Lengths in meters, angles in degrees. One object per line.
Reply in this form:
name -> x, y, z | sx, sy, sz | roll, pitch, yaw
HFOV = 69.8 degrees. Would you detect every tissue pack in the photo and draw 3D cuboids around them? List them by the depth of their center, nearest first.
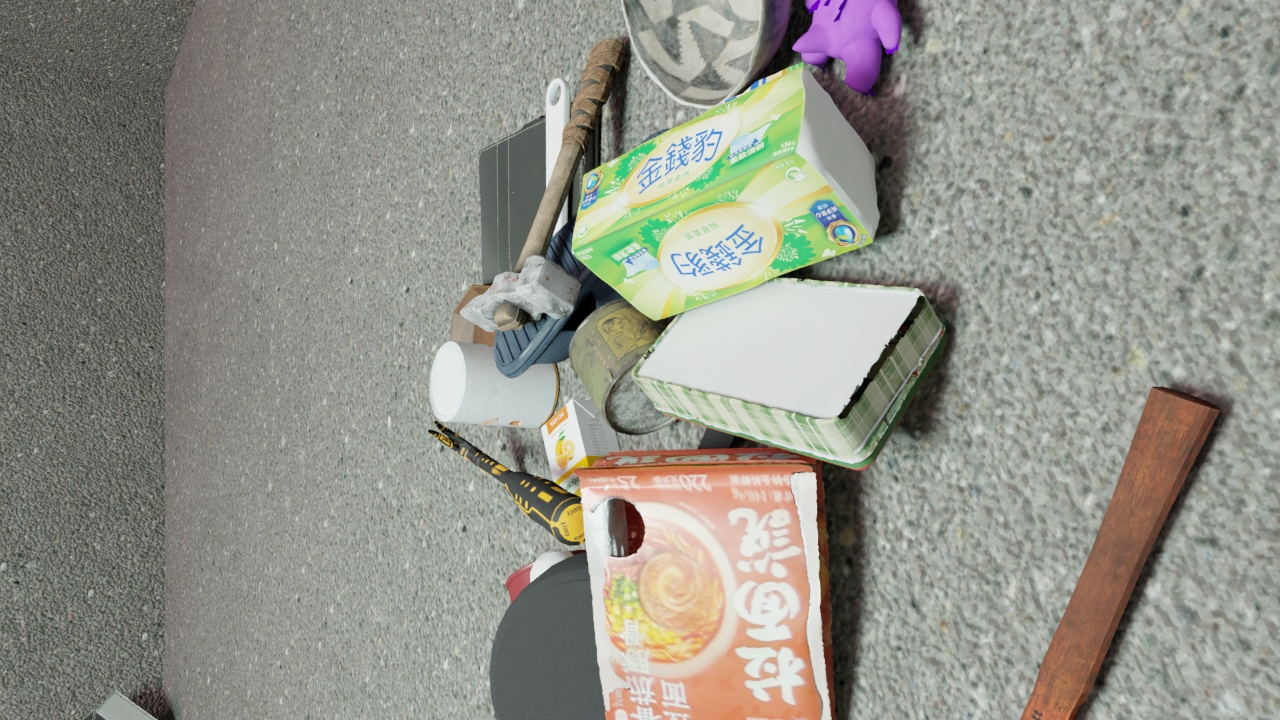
tissue pack -> 0.059, -0.134, 0.652 | 0.198, 0.120, 0.141 | -14, 52, 30

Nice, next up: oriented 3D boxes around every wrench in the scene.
wrench -> -0.082, -0.142, 0.901 | 0.066, 0.018, 0.273 | -4, 85, 51

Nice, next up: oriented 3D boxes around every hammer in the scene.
hammer -> 0.226, 0.157, 0.480 | 0.111, 0.028, 0.301 | 31, 109, 49
hammer -> -0.111, 0.105, 0.802 | 0.036, 0.123, 0.321 | -56, 21, -11
hammer -> -0.071, -0.166, 0.825 | 0.122, 0.049, 0.318 | -13, 53, 47

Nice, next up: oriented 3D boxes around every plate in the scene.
plate -> -0.178, -0.022, 1.038 | 0.132, 0.025, 0.131 | -11, 76, 52

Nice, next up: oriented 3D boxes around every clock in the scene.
clock -> -0.063, 0.200, 0.797 | 0.138, 0.096, 0.048 | -48, 50, 41

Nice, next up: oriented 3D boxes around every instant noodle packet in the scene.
instant noodle packet -> 0.047, 0.173, 0.631 | 0.164, 0.084, 0.221 | -3, 92, 16

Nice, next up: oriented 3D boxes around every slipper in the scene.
slipper -> -0.030, -0.084, 0.820 | 0.264, 0.082, 0.101 | -49, 39, 11

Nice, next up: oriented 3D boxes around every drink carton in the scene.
drink carton -> -0.049, 0.097, 0.839 | 0.059, 0.040, 0.122 | -43, 53, 41

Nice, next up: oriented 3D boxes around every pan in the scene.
pan -> 0.003, 0.181, 0.690 | 0.204, 0.044, 0.356 | 25, 100, 19

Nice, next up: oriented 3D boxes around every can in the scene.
can -> -0.004, 0.004, 0.754 | 0.090, 0.089, 0.074 | -61, 42, 26

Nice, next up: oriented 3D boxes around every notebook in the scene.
notebook -> -0.113, -0.174, 0.976 | 0.209, 0.029, 0.169 | -7, 81, 49

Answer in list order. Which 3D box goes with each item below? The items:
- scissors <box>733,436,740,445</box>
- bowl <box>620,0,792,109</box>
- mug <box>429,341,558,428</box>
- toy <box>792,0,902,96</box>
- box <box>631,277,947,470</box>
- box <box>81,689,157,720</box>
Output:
scissors -> 0.047, 0.109, 0.727 | 0.144, 0.019, 0.126 | 7, 89, 52
bowl -> 0.061, -0.290, 0.705 | 0.178, 0.081, 0.179 | 45, 148, 38
mug -> -0.148, 0.025, 0.926 | 0.082, 0.105, 0.082 | -12, 75, 51
toy -> 0.143, -0.239, 0.624 | 0.088, 0.055, 0.106 | -62, 41, 22
box -> 0.094, -0.001, 0.622 | 0.206, 0.050, 0.117 | 11, 55, 51
box -> -1.289, 0.810, 1.966 | 0.167, 0.511, 0.173 | -52, 44, 43
